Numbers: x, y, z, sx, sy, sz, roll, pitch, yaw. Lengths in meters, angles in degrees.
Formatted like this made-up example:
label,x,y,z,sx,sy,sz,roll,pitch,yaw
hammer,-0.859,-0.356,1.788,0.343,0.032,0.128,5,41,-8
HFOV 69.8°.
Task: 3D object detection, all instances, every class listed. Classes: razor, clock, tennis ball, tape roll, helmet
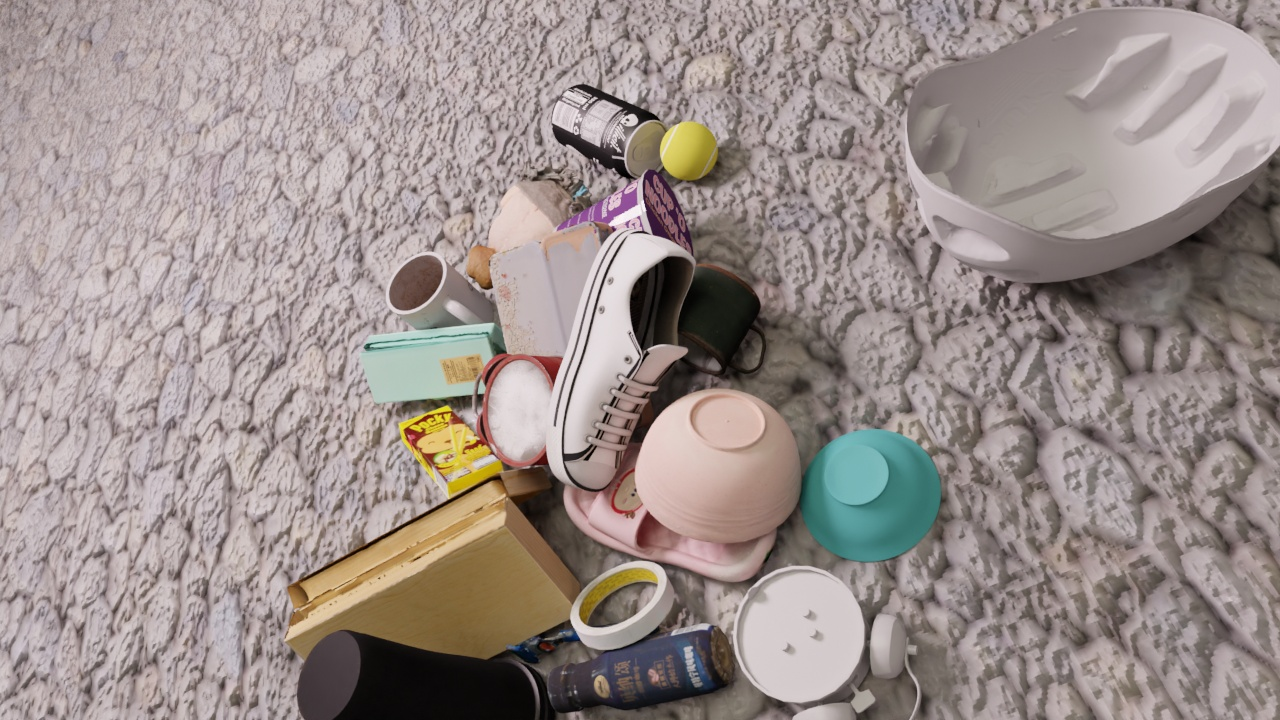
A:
label,x,y,z,sx,sy,sz,roll,pitch,yaw
razor,-0.050,0.252,0.835,0.141,0.044,0.018,-15,52,12
clock,0.145,0.232,0.723,0.120,0.061,0.159,-49,51,-5
clock,-0.112,0.046,0.917,0.157,0.061,0.110,11,96,42
tennis ball,0.055,-0.237,1.039,0.065,0.065,0.065,-13,57,21
tape roll,-0.016,0.216,0.814,0.094,0.019,0.094,-23,20,9
helmet,0.370,-0.182,0.763,0.283,0.183,0.224,-30,58,18

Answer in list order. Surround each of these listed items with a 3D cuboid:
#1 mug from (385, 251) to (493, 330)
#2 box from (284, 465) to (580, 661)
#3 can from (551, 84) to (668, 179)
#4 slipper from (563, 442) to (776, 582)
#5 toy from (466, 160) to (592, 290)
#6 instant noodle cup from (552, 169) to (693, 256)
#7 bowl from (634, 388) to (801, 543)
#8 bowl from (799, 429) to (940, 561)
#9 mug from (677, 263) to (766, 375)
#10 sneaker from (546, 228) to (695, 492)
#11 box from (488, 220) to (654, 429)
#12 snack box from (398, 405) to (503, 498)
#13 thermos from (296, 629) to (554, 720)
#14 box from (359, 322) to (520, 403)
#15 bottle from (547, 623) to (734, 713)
label,x,y,z,sx,sy,sz,roll,pitch,yaw
mug,-0.221,-0.059,1.064,0.120,0.096,0.083,27,77,36
box,-0.203,0.206,0.885,0.249,0.142,0.184,-29,46,10
can,-0.037,-0.274,1.100,0.146,0.080,0.080,35,82,38
slipper,0.023,0.135,0.848,0.222,0.056,0.106,16,69,33
toy,-0.128,-0.147,1.081,0.176,0.076,0.132,-38,67,2
instant noodle cup,-0.024,-0.120,0.981,0.122,0.122,0.136,-17,47,23
bowl,0.071,0.077,0.802,0.153,0.076,0.152,1,43,-1
bowl,0.189,0.105,0.781,0.121,0.046,0.121,-13,57,21
mug,0.078,-0.035,0.907,0.111,0.085,0.081,31,76,5
sneaker,-0.005,0.005,0.829,0.097,0.091,0.245,15,86,44
box,-0.077,-0.023,0.944,0.151,0.043,0.216,-13,88,33
snack box,-0.202,0.096,0.972,0.061,0.026,0.149,-21,31,-25
thermos,-0.176,0.287,0.769,0.106,0.218,0.105,-19,54,27
box,-0.234,0.011,1.042,0.189,0.077,0.079,-4,59,26
bottle,-0.002,0.267,0.784,0.161,0.056,0.056,-19,56,18
